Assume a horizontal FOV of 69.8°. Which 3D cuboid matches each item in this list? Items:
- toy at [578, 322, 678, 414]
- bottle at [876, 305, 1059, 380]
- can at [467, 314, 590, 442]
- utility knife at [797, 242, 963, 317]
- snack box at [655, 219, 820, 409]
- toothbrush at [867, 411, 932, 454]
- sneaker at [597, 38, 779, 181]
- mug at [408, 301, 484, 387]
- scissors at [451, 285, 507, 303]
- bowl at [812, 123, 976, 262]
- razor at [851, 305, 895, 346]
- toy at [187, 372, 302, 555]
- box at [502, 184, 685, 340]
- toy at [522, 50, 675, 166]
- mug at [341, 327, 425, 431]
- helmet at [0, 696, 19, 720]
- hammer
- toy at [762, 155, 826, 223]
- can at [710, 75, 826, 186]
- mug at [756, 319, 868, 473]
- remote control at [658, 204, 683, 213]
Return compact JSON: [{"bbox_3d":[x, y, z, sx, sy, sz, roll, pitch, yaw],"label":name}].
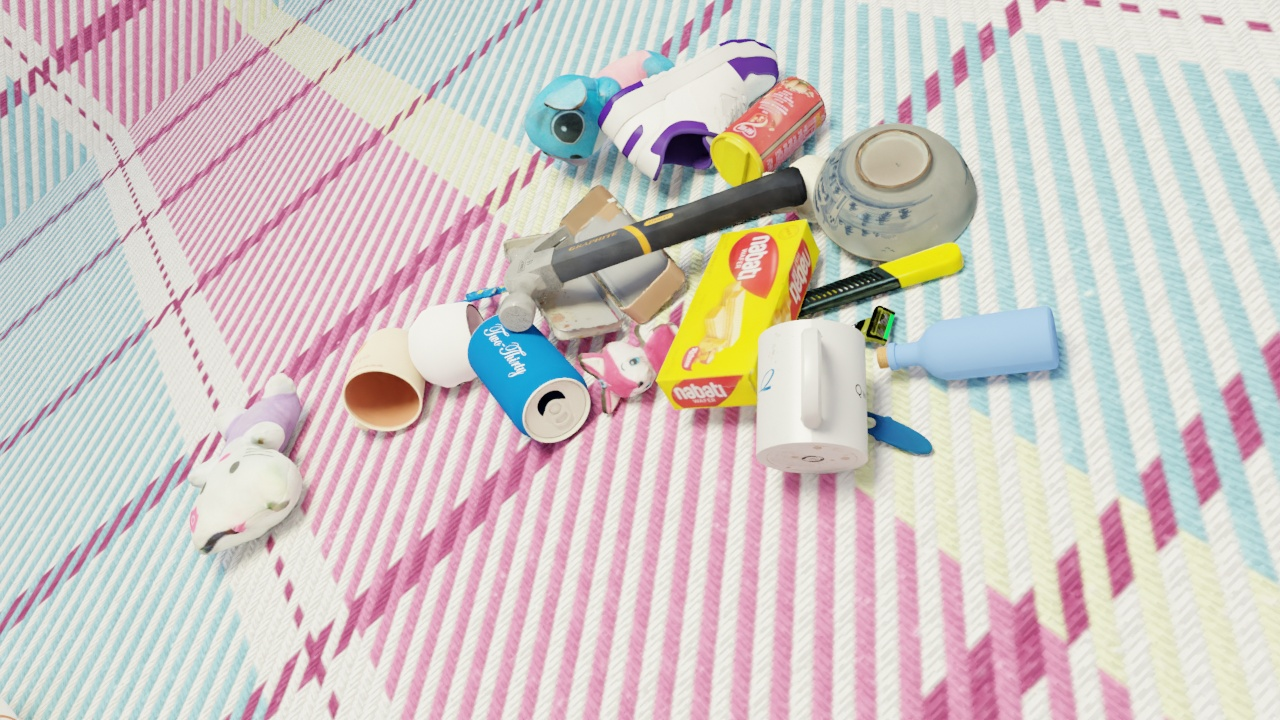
[{"bbox_3d":[-0.005,0.005,0.853,0.102,0.065,0.050,-29,17,11],"label":"toy"},{"bbox_3d":[0.249,-0.010,0.710,0.131,0.048,0.047,-8,48,28],"label":"bottle"},{"bbox_3d":[-0.112,0.015,0.908,0.079,0.079,0.146,-41,41,-5],"label":"can"},{"bbox_3d":[0.172,-0.059,0.830,0.234,0.020,0.028,-16,39,20],"label":"utility knife"},{"bbox_3d":[0.092,-0.044,0.825,0.092,0.042,0.200,-5,44,34],"label":"snack box"},{"bbox_3d":[0.174,0.046,0.732,0.132,0.016,0.021,25,83,46],"label":"toothbrush"},{"bbox_3d":[0.079,-0.280,1.048,0.243,0.092,0.111,-28,79,-21],"label":"sneaker"},{"bbox_3d":[-0.208,-0.022,1.010,0.076,0.090,0.123,-18,19,8],"label":"mug"},{"bbox_3d":[-0.166,-0.078,1.049,0.130,0.014,0.125,-19,10,-6],"label":"scissors"},{"bbox_3d":[0.229,-0.166,0.832,0.151,0.057,0.150,-7,62,12],"label":"bowl"},{"bbox_3d":[0.150,-0.023,0.810,0.144,0.021,0.043,-4,37,31],"label":"razor"},{"bbox_3d":[-0.437,0.119,1.028,0.138,0.085,0.209,-29,40,11],"label":"toy"},{"bbox_3d":[-0.056,-0.105,0.997,0.156,0.071,0.216,-23,40,-12],"label":"box"},{"bbox_3d":[-0.047,-0.308,1.097,0.191,0.099,0.224,-23,-4,-6],"label":"toy"},{"bbox_3d":[-0.288,0.026,1.027,0.112,0.085,0.104,-53,24,26],"label":"mug"},{"bbox_3d":[-0.685,0.394,0.828,0.236,0.232,0.313,6,53,-2],"label":"helmet"},{"bbox_3d":[0.011,-0.121,0.904,0.313,0.035,0.139,-17,35,15],"label":"hammer"},{"bbox_3d":[0.175,-0.173,0.911,0.112,0.050,0.087,-16,47,2],"label":"toy"},{"bbox_3d":[0.137,-0.242,0.977,0.124,0.067,0.067,-44,41,-22],"label":"can"},{"bbox_3d":[0.129,0.022,0.691,0.083,0.120,0.096,0,68,10],"label":"mug"},{"bbox_3d":[0.086,-0.159,0.982,0.141,0.021,0.045,-13,43,19],"label":"remote control"}]
